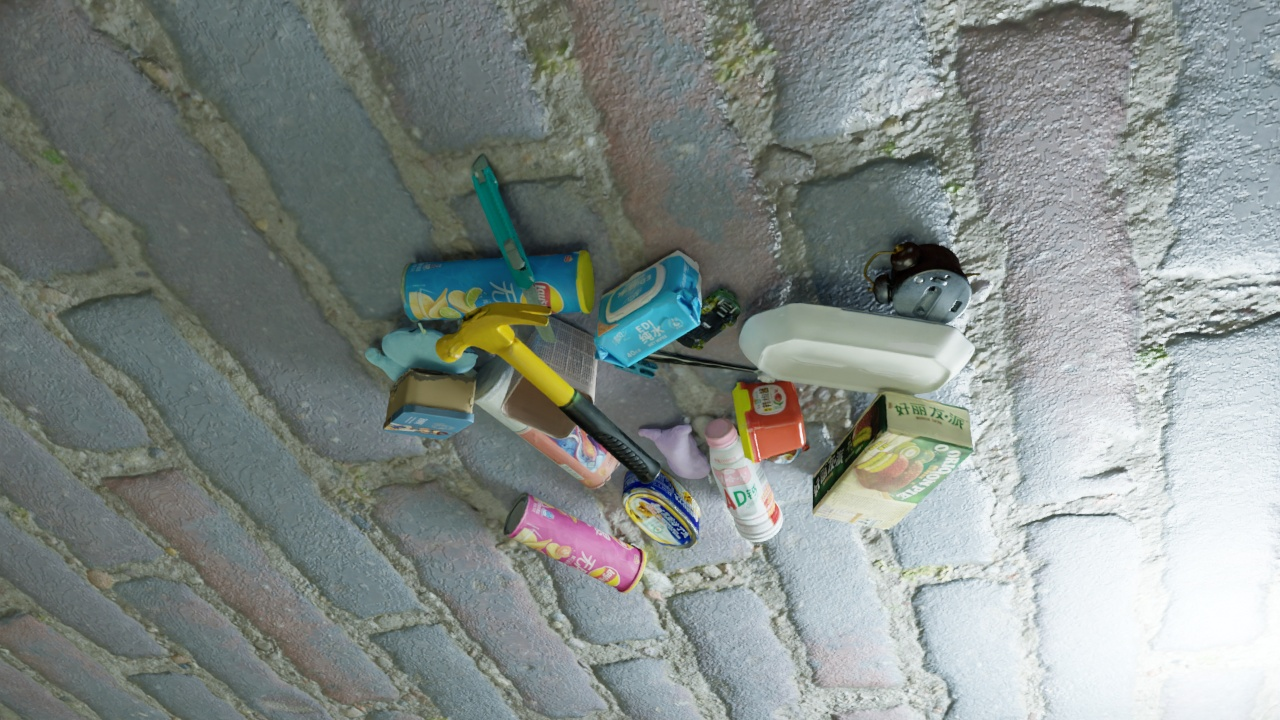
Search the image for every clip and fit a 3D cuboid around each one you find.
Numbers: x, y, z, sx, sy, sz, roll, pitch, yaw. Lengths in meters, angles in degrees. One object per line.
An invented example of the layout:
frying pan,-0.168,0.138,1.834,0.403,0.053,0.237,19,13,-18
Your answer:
clip,-0.006,0.007,1.151,0.056,0.014,0.043,20,131,-10

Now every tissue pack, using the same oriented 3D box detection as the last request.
tissue pack,0.008,-0.058,1.039,0.140,0.089,0.063,-29,123,28

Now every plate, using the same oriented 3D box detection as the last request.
plate,0.246,-0.004,1.062,0.266,0.034,0.162,9,155,-1

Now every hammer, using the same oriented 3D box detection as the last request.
hammer,-0.081,0.043,1.029,0.129,0.032,0.300,-29,122,28

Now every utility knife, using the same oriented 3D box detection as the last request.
utility knife,-0.137,-0.117,0.992,0.029,0.013,0.216,-18,100,23

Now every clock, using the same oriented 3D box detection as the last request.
clock,0.305,-0.087,1.006,0.122,0.055,0.082,16,133,-7

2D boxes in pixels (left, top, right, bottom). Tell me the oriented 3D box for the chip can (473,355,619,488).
chip can,-0.122,0.084,1.194,0.071,0.071,0.214,-31,122,29

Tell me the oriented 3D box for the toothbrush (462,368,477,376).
toothbrush,-0.185,0.054,1.209,0.020,0.029,0.189,-49,119,-10

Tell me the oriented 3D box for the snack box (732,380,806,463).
snack box,0.161,0.073,1.145,0.080,0.091,0.082,-11,130,6

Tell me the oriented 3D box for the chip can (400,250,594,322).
chip can,-0.162,-0.084,1.047,0.210,0.071,0.071,-2,132,8

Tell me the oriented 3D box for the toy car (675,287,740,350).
toy car,0.077,-0.049,1.077,0.043,0.036,0.091,34,126,-24

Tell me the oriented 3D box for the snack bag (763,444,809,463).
snack bag,0.190,0.119,1.194,0.048,0.104,0.026,-14,87,17

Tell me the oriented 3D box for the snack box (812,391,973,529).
snack box,0.312,0.134,1.167,0.114,0.063,0.241,12,144,-5

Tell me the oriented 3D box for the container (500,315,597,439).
container,-0.105,0.016,1.104,0.090,0.110,0.090,25,130,-16

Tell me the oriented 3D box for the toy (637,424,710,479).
toy,0.053,0.125,1.235,0.084,0.038,0.108,-5,137,34

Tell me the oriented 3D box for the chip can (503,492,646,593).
chip can,-0.096,0.271,1.360,0.210,0.071,0.072,30,128,-20

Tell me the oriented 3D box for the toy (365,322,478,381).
toy,-0.269,-0.006,1.124,0.161,0.049,0.156,8,157,8

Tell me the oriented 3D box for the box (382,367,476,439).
box,-0.259,0.054,1.130,0.089,0.061,0.185,9,167,-20

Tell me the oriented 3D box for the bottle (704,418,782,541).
bottle,0.135,0.161,1.242,0.068,0.068,0.197,-14,126,18

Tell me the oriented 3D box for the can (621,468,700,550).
can,0.030,0.210,1.306,0.075,0.049,0.148,-25,124,25

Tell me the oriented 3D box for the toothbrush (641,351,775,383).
toothbrush,0.080,0.006,1.141,0.181,0.018,0.016,10,135,-1
